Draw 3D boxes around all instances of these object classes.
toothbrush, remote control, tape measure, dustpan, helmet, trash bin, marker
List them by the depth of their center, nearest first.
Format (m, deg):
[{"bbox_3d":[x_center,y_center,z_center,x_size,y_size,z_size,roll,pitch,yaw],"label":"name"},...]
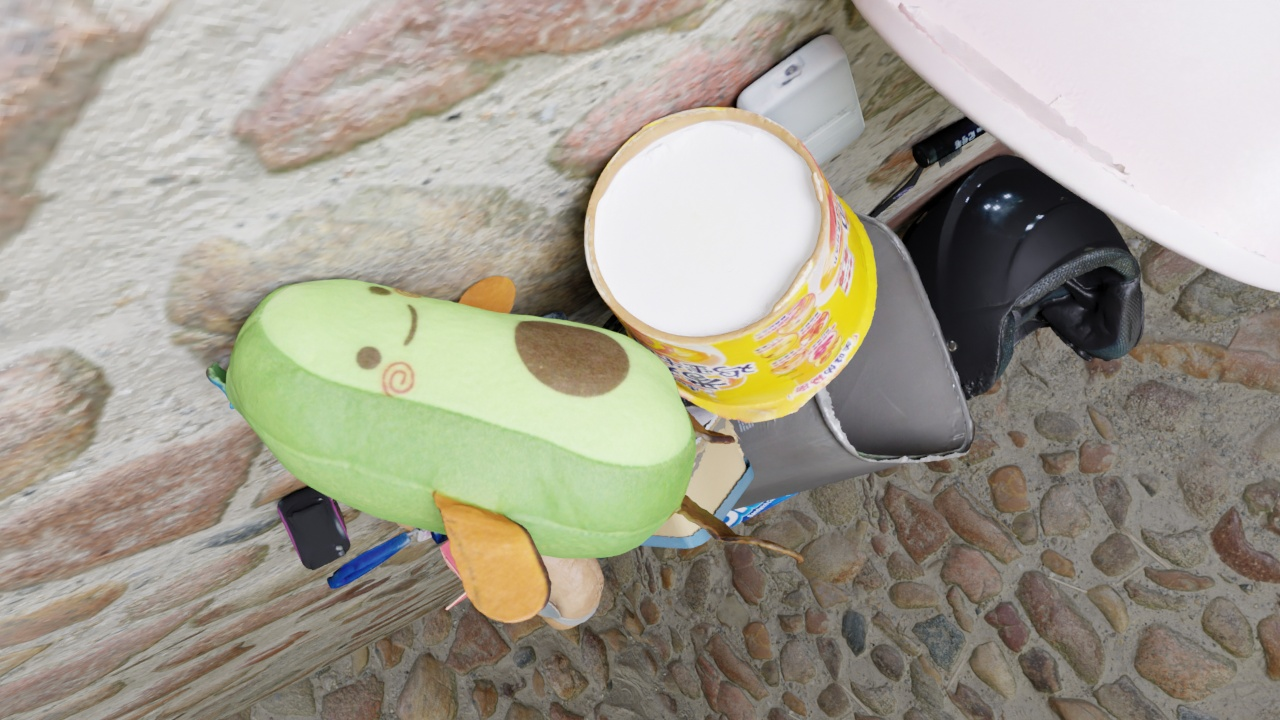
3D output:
[{"bbox_3d":[0.193,-0.106,0.380,0.139,0.222,0.273,-46,154,11],"label":"dustpan"},{"bbox_3d":[0.087,-0.129,0.483,0.056,0.020,0.135,-34,169,14],"label":"remote control"},{"bbox_3d":[-0.231,0.118,0.655,0.039,0.057,0.058,-25,-160,-23],"label":"tape measure"},{"bbox_3d":[0.093,0.015,0.703,0.198,0.199,0.220,4,155,-46],"label":"trash bin"},{"bbox_3d":[0.272,-0.191,0.722,0.132,0.020,0.022,-31,-161,-6],"label":"marker"},{"bbox_3d":[0.233,-0.148,0.827,0.014,0.016,0.189,-27,171,-23],"label":"toothbrush"},{"bbox_3d":[0.379,-0.077,0.982,0.233,0.230,0.275,-10,161,-24],"label":"helmet"}]

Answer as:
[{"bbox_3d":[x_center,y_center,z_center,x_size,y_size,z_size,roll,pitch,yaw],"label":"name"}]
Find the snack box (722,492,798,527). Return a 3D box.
[{"bbox_3d":[0.123,0.088,0.833,0.208,0.058,0.057,-34,125,31],"label":"snack box"}]

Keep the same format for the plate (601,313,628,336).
[{"bbox_3d":[-0.003,0.003,0.588,0.180,0.024,0.179,-46,-161,21],"label":"plate"}]

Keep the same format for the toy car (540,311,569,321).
[{"bbox_3d":[-0.077,0.006,0.625,0.054,0.036,0.121,-25,165,-24],"label":"toy car"}]

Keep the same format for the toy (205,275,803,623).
[{"bbox_3d":[-0.053,0.025,0.387,0.246,0.226,0.090,13,115,-18],"label":"toy"}]

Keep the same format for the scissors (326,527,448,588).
[{"bbox_3d":[-0.166,0.129,0.698,0.176,0.012,0.162,-31,168,4],"label":"scissors"}]

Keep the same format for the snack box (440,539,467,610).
[{"bbox_3d":[-0.110,0.142,0.770,0.127,0.044,0.113,-39,173,2],"label":"snack box"}]

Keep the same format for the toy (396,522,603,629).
[{"bbox_3d":[-0.137,0.178,0.892,0.082,0.226,0.144,-52,166,-43],"label":"toy"}]

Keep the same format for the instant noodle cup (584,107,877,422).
[{"bbox_3d":[0.042,-0.049,0.442,0.138,0.138,0.109,-32,163,8],"label":"instant noodle cup"}]

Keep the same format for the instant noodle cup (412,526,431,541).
[{"bbox_3d":[-0.133,0.082,0.760,0.137,0.060,0.174,-27,170,-22],"label":"instant noodle cup"}]

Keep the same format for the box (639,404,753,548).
[{"bbox_3d":[-0.012,0.075,0.612,0.185,0.059,0.089,-2,-150,40],"label":"box"}]
